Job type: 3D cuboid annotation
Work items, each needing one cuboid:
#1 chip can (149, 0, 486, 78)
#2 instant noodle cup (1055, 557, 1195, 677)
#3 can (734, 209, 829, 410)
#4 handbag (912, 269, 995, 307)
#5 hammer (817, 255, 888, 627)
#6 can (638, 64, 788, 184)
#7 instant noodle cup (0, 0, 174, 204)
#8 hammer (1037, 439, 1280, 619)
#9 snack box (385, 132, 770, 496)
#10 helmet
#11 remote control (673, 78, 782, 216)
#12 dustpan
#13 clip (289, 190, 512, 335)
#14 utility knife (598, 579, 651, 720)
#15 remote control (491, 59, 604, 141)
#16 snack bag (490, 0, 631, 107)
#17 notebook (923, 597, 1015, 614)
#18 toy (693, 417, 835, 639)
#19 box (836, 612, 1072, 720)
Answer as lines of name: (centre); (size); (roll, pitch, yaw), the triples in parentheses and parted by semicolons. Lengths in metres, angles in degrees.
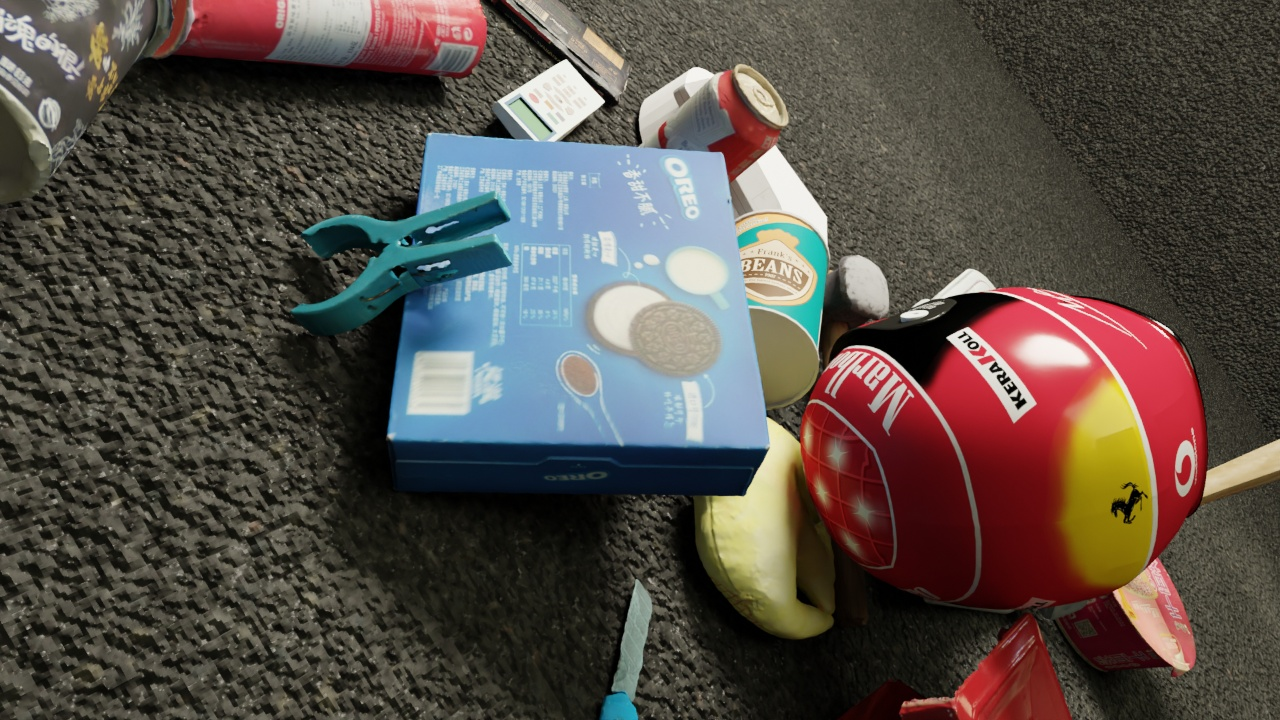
chip can: (-0.201, -0.224, 0.590); (0.232, 0.073, 0.073); (-19, 75, -53)
instant noodle cup: (0.488, 0.245, 0.957); (0.178, 0.078, 0.178); (28, 42, -29)
can: (0.100, -0.044, 0.748); (0.099, 0.099, 0.143); (40, 38, -17)
handbag: (0.360, 0.017, 0.995); (0.141, 0.096, 0.198); (-31, 86, -40)
hammer: (0.166, 0.059, 0.766); (0.052, 0.098, 0.327); (22, 54, -24)
can: (0.031, -0.146, 0.696); (0.067, 0.171, 0.067); (29, 42, -31)
instant noodle cup: (-0.288, -0.139, 0.385); (0.137, 0.138, 0.112); (26, 52, -33)
hammer: (0.497, 0.143, 0.891); (0.051, 0.322, 0.117); (80, -11, -45)
snack box: (-0.038, -0.035, 0.546); (0.195, 0.056, 0.238); (2, 52, -7)
helmet: (0.220, 0.054, 0.617); (0.271, 0.224, 0.198); (-136, -147, -74)
remote control: (0.081, -0.181, 0.827); (0.151, 0.019, 0.074); (60, 30, -7)
dustpan: (0.099, -0.169, 0.922); (0.258, 0.053, 0.191); (46, 35, -29)
clip: (-0.134, -0.040, 0.489); (0.031, 0.130, 0.120); (66, 34, -51)
utility knife: (-0.017, 0.211, 0.481); (0.031, 0.015, 0.224); (41, 36, -23)
remote control: (-0.075, -0.206, 0.753); (0.049, 0.024, 0.143); (46, 35, -10)
snack bag: (-0.072, -0.302, 0.842); (0.155, 0.018, 0.074); (38, 39, -20)
notebook: (0.269, 0.148, 0.818); (0.206, 0.016, 0.148); (23, 44, -50)
toy: (0.088, 0.105, 0.642); (0.155, 0.065, 0.170); (45, 36, -21)
box: (0.169, 0.254, 0.540); (0.157, 0.156, 0.147); (-4, 69, -52)
